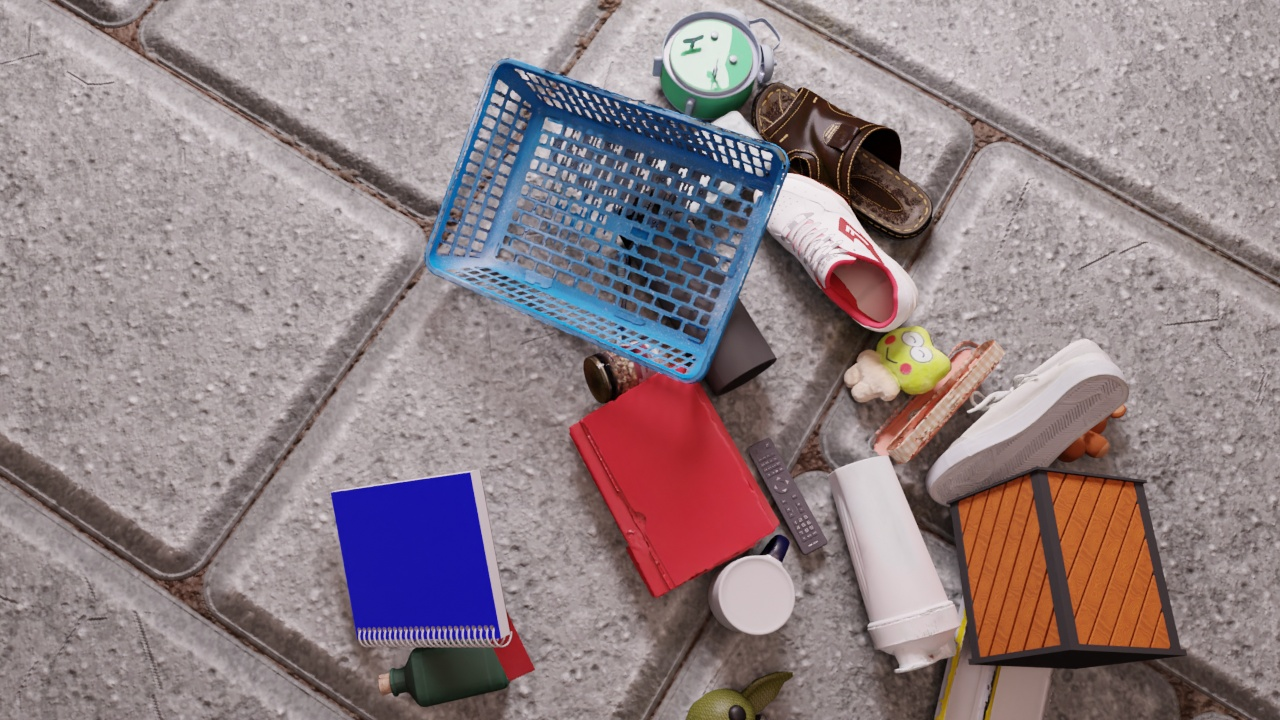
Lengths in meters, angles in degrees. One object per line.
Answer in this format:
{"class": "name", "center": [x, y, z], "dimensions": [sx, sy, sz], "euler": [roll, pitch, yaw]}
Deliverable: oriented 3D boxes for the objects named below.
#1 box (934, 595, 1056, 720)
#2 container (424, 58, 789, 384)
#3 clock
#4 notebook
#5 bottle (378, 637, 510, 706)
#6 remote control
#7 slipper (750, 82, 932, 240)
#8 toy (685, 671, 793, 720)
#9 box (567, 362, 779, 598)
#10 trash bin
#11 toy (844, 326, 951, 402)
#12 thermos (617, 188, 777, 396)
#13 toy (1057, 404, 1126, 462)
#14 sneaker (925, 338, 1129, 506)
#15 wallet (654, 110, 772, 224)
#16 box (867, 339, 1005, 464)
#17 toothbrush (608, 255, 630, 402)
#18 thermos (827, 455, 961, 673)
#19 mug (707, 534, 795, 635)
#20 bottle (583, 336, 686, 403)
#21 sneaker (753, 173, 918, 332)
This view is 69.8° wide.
{"class": "box", "center": [0.395, 0.328, 0.999], "dimensions": [0.129, 0.036, 0.209], "euler": [21, 74, -8]}
{"class": "container", "center": [-0.037, -0.154, 1.011], "dimensions": [0.362, 0.089, 0.257], "euler": [24, 97, 19]}
{"class": "clock", "center": [0.103, -0.380, 1.149], "dimensions": [0.161, 0.075, 0.122], "euler": [-32, 79, -11]}
{"class": "notebook", "center": [-0.228, 0.207, 0.935], "dimensions": [0.210, 0.022, 0.171], "euler": [-12, 88, 33]}
{"class": "bottle", "center": [-0.207, 0.326, 0.961], "dimensions": [0.131, 0.061, 0.061], "euler": [-11, 78, -5]}
{"class": "remote control", "center": [0.165, 0.154, 1.044], "dimensions": [0.032, 0.015, 0.136], "euler": [-25, 75, -8]}
{"class": "slipper", "center": [0.247, -0.250, 1.120], "dimensions": [0.268, 0.076, 0.113], "euler": [40, 77, 8]}
{"class": "toy", "center": [0.103, 0.414, 0.941], "dimensions": [0.179, 0.078, 0.152], "euler": [-26, 77, -6]}
{"class": "box", "center": [0.040, 0.125, 1.007], "dimensions": [0.164, 0.154, 0.214], "euler": [-20, 75, -32]}
{"class": "trash bin", "center": [0.427, 0.217, 0.939], "dimensions": [0.139, 0.140, 0.171], "euler": [8, 65, -18]}
{"class": "toy", "center": [0.294, 0.009, 1.065], "dimensions": [0.115, 0.046, 0.092], "euler": [-26, 50, 5]}
{"class": "thermos", "center": [0.060, -0.082, 1.067], "dimensions": [0.082, 0.082, 0.240], "euler": [-28, 78, -9]}
{"class": "toy", "center": [0.507, 0.062, 1.055], "dimensions": [0.127, 0.065, 0.095], "euler": [-41, 63, -13]}
{"class": "sneaker", "center": [0.413, 0.069, 1.009], "dimensions": [0.089, 0.243, 0.090], "euler": [33, 31, -18]}
{"class": "wallet", "center": [0.090, -0.235, 1.125], "dimensions": [0.131, 0.054, 0.100], "euler": [-30, 69, -8]}
{"class": "box", "center": [0.340, 0.045, 1.052], "dimensions": [0.186, 0.083, 0.042], "euler": [-44, 93, -14]}
{"class": "toothbrush", "center": [-0.028, -0.037, 1.087], "dimensions": [0.017, 0.016, 0.188], "euler": [2, 75, 12]}
{"class": "thermos", "center": [0.275, 0.217, 0.995], "dimensions": [0.099, 0.099, 0.220], "euler": [-13, 72, -6]}
{"class": "mug", "center": [0.125, 0.236, 0.978], "dimensions": [0.078, 0.097, 0.111], "euler": [31, 76, 6]}
{"class": "bottle", "center": [-0.006, 0.006, 1.042], "dimensions": [0.105, 0.056, 0.056], "euler": [-20, 76, -23]}
{"class": "sneaker", "center": [0.217, -0.126, 1.060], "dimensions": [0.090, 0.104, 0.236], "euler": [-44, 82, 24]}
